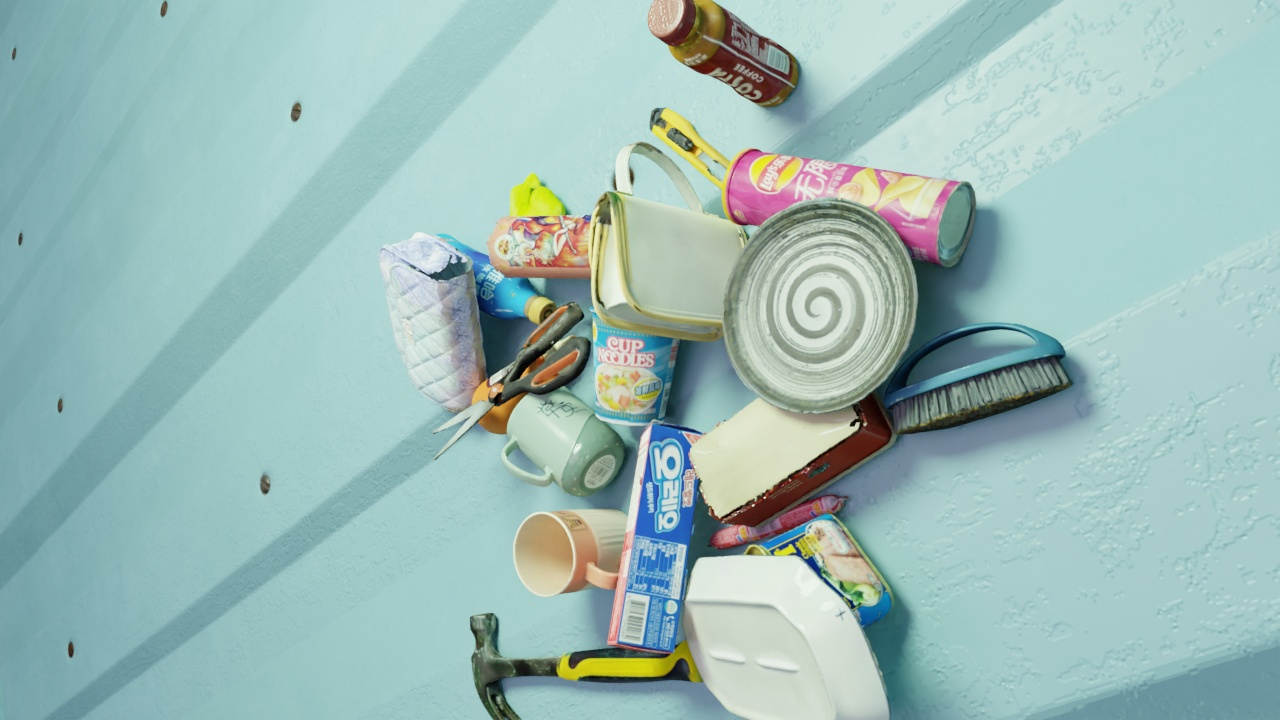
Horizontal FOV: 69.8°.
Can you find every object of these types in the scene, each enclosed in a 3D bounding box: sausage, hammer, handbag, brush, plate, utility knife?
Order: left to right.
[{"bbox_3d":[-0.236,-0.042,1.060,0.134,0.075,0.194,29,137,35],"label":"handbag"},{"bbox_3d":[-0.064,0.325,0.968,0.324,0.031,0.126,-16,76,37],"label":"hammer"},{"bbox_3d":[0.026,-0.111,0.851,0.063,0.163,0.178,-22,69,49],"label":"handbag"},{"bbox_3d":[0.060,-0.210,0.924,0.167,0.015,0.033,46,117,32],"label":"utility knife"},{"bbox_3d":[0.102,0.242,0.755,0.266,0.034,0.162,-26,84,64],"label":"plate"},{"bbox_3d":[0.123,0.149,0.839,0.156,0.020,0.020,-26,70,35],"label":"sausage"},{"bbox_3d":[0.146,-0.045,0.756,0.180,0.024,0.179,-5,83,39],"label":"plate"},{"bbox_3d":[0.257,0.010,0.719,0.144,0.055,0.073,-22,74,36],"label":"brush"}]

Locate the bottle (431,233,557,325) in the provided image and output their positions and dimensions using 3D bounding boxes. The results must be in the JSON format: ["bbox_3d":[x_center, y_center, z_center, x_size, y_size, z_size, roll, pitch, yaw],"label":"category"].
[{"bbox_3d":[-0.179,-0.089,1.076,0.219,0.065,0.065,28,103,36],"label":"bottle"}]

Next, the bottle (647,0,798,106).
[{"bbox_3d":[0.075,-0.277,0.816,0.058,0.174,0.057,-5,83,39],"label":"bottle"}]

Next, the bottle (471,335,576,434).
[{"bbox_3d":[-0.122,0.022,1.026,0.150,0.066,0.066,-39,63,22],"label":"bottle"}]

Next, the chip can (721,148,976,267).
[{"bbox_3d":[0.173,-0.134,0.789,0.211,0.071,0.071,20,98,38],"label":"chip can"}]

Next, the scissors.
[{"bbox_3d":[-0.135,0.027,0.963,0.226,0.021,0.198,-54,32,-12],"label":"scissors"}]

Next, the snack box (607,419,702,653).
[{"bbox_3d":[0.015,0.164,0.856,0.058,0.057,0.207,121,160,-71],"label":"snack box"}]

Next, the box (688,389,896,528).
[{"bbox_3d":[0.123,0.069,0.798,0.169,0.076,0.091,-38,53,27],"label":"box"}]

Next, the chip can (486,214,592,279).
[{"bbox_3d":[-0.057,-0.118,0.959,0.215,0.071,0.071,4,88,32],"label":"chip can"}]

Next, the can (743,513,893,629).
[{"bbox_3d":[0.147,0.187,0.767,0.102,0.083,0.057,56,152,27],"label":"can"}]

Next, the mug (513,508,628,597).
[{"bbox_3d":[-0.051,0.196,0.920,0.115,0.105,0.082,20,98,38],"label":"mug"}]

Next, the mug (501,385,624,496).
[{"bbox_3d":[-0.086,0.091,0.957,0.106,0.111,0.082,39,145,32],"label":"mug"}]

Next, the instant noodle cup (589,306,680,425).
[{"bbox_3d":[-0.005,0.005,0.915,0.099,0.099,0.110,11,101,39],"label":"instant noodle cup"}]

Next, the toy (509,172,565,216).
[{"bbox_3d":[-0.120,-0.168,1.057,0.100,0.031,0.097,11,96,43],"label":"toy"}]
